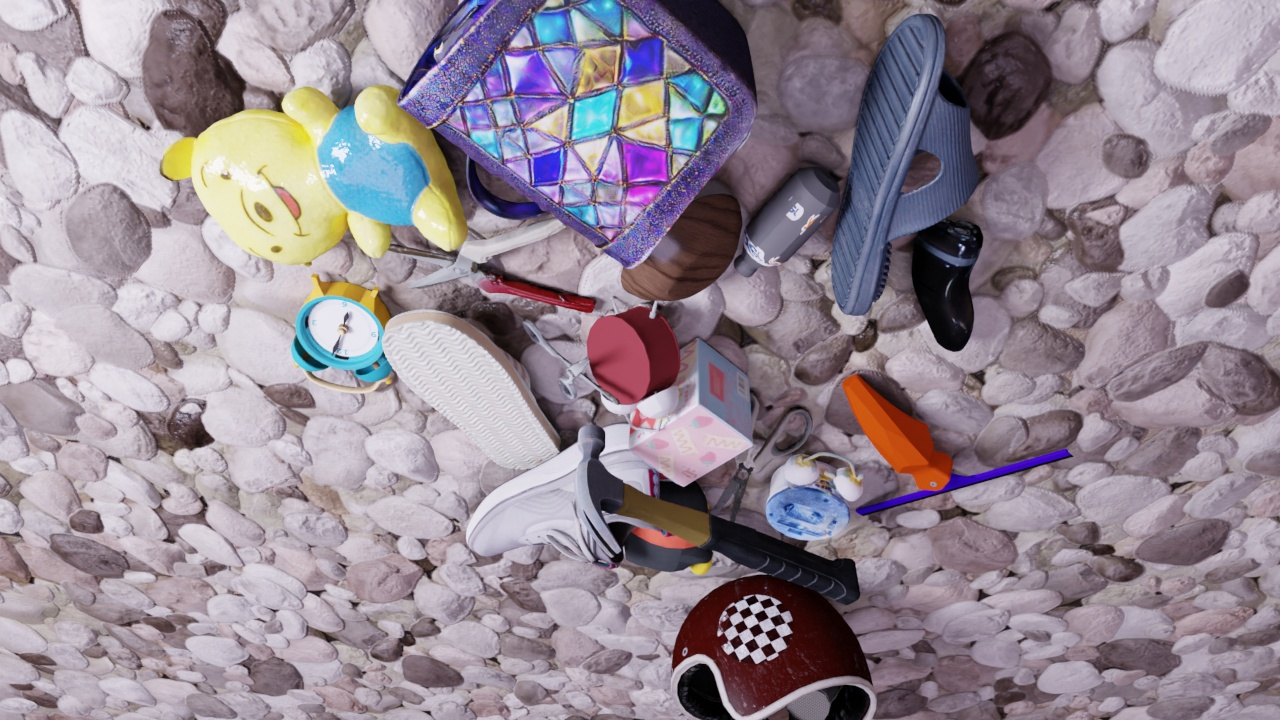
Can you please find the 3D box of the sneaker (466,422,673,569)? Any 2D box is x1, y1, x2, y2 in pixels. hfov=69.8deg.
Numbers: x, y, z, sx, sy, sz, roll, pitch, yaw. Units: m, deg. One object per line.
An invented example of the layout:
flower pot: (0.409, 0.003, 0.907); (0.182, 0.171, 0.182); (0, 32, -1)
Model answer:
sneaker: (-0.075, 0.172, 0.974); (0.264, 0.128, 0.096); (-30, 152, 25)

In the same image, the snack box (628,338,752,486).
snack box: (0.048, 0.051, 0.890); (0.079, 0.092, 0.095); (36, 126, -27)

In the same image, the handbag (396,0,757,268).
handbag: (-0.046, -0.184, 0.662); (0.204, 0.125, 0.223); (34, 125, -24)

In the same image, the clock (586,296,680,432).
clock: (-0.005, 0.005, 0.839); (0.087, 0.044, 0.124); (3, 108, 47)

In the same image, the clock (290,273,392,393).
clock: (-0.286, -0.021, 0.886); (0.099, 0.043, 0.130); (11, 125, -6)

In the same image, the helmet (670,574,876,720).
helmet: (0.154, 0.386, 1.079); (0.234, 0.253, 0.233); (-33, 132, 0)

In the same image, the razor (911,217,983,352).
razor: (0.272, -0.066, 0.802); (0.063, 0.053, 0.140); (-35, 136, -9)

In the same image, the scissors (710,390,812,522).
scissors: (0.107, 0.101, 0.954); (0.163, 0.012, 0.153); (-32, 111, 9)

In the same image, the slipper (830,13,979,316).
slipper: (0.210, -0.141, 0.709); (0.082, 0.101, 0.264); (-2, 139, -5)

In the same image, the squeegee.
squeegee: (0.267, 0.083, 0.928); (0.185, 0.055, 0.250); (45, 136, -17)

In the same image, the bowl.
bowl: (0.042, -0.084, 0.762); (0.119, 0.032, 0.119); (-30, 159, -13)

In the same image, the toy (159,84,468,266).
toy: (-0.256, -0.145, 0.742); (0.214, 0.083, 0.149); (-11, 124, 15)

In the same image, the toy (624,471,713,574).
toy: (0.031, 0.170, 1.004); (0.099, 0.097, 0.119); (-1, 113, -35)

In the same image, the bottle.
bottle: (0.119, -0.112, 0.768); (0.047, 0.046, 0.113); (27, 128, -19)

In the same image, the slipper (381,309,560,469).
slipper: (-0.161, 0.029, 0.917); (0.115, 0.052, 0.263); (-11, 141, 18)

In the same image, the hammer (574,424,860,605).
hammer: (0.081, 0.169, 0.871); (0.332, 0.117, 0.025); (25, 133, -25)

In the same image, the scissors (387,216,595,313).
scissors: (-0.122, -0.087, 0.811); (0.199, 0.015, 0.180); (18, 150, -19)

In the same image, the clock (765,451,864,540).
clock: (0.186, 0.142, 0.986); (0.089, 0.051, 0.126); (19, 134, -6)

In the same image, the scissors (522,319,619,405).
scissors: (-0.063, 0.016, 0.869); (0.014, 0.141, 0.165); (-39, 154, -17)
